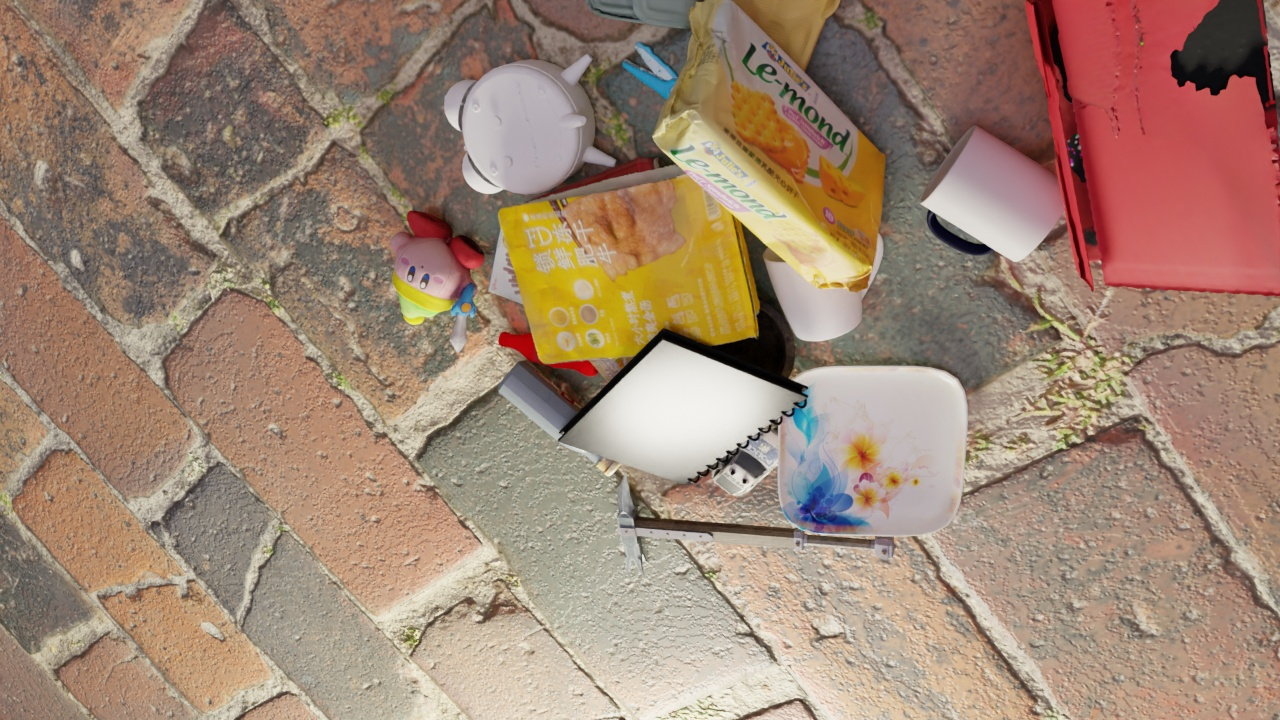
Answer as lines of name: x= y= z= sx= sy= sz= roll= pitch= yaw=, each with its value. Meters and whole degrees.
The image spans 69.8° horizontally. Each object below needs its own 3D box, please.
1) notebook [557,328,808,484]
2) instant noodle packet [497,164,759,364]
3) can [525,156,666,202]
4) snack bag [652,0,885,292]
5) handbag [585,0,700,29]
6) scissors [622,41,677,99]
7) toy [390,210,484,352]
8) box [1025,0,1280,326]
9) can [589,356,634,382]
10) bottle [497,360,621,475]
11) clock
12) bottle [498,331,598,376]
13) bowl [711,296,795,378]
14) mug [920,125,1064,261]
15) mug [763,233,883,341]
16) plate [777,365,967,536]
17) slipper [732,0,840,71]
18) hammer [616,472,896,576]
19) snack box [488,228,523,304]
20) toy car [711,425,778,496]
notebook: x=0.039 y=0.058 z=0.932 sx=0.169 sy=0.019 sz=0.232 roll=21 pitch=143 yaw=-20
instant noodle packet: x=-0.010 y=-0.088 z=0.858 sx=0.222 sy=0.084 sz=0.163 roll=-10 pitch=112 yaw=13
can: x=-0.050 y=-0.147 z=0.912 sx=0.170 sy=0.067 sz=0.067 roll=-19 pitch=107 yaw=15
snack bag: x=0.114 y=-0.171 z=0.766 sx=0.247 sy=0.159 sz=0.068 roll=37 pitch=137 yaw=-25
handbag: x=0.008 y=-0.362 z=0.805 sx=0.106 sy=0.067 sz=0.122 roll=13 pitch=117 yaw=12
scissors: x=0.033 y=-0.246 z=0.881 sx=0.141 sy=0.014 sz=0.090 roll=29 pitch=118 yaw=2
toy: x=-0.228 y=-0.085 z=1.023 sx=0.124 sy=0.096 sz=0.131 roll=31 pitch=102 yaw=-3
box: x=0.340 y=-0.161 z=0.642 sx=0.124 sy=0.315 sz=0.211 roll=-15 pitch=108 yaw=13
can: x=-0.006 y=0.006 z=0.968 sx=0.068 sy=0.067 sz=0.105 roll=-25 pitch=121 yaw=27
bottle: x=-0.086 y=0.067 z=1.038 sx=0.161 sy=0.072 sz=0.046 roll=40 pitch=82 yaw=-2
clock: x=-0.116 y=-0.229 z=0.907 sx=0.161 sy=0.072 sz=0.125 roll=-5 pitch=112 yaw=22
bottle: x=-0.102 y=-0.012 z=1.025 sx=0.119 sy=0.036 sz=0.036 roll=13 pitch=118 yaw=14
bowl: x=0.095 y=-0.016 z=0.940 sx=0.121 sy=0.056 sz=0.121 roll=1 pitch=108 yaw=4
mug: x=0.302 y=-0.136 z=0.808 sx=0.097 sy=0.078 sz=0.112 roll=33 pitch=148 yaw=2
mug: x=0.184 y=-0.079 z=0.878 sx=0.114 sy=0.081 sz=0.088 roll=-24 pitch=114 yaw=-5
plate: x=0.236 y=0.092 z=0.943 sx=0.187 sy=0.016 sz=0.187 roll=0 pitch=107 yaw=7
slipper: x=0.127 y=-0.330 z=0.771 sx=0.099 sy=0.078 sz=0.264 roll=26 pitch=118 yaw=10
hammer: x=0.126 y=0.195 z=1.041 sx=0.317 sy=0.028 sz=0.147 roll=1 pitch=122 yaw=17
snack box: x=-0.087 y=-0.089 z=0.990 sx=0.150 sy=0.026 sz=0.082 roll=20 pitch=120 yaw=9
toy car: x=0.117 y=0.111 z=0.995 sx=0.048 sy=0.040 sz=0.113 roll=37 pitch=133 yaw=-1
